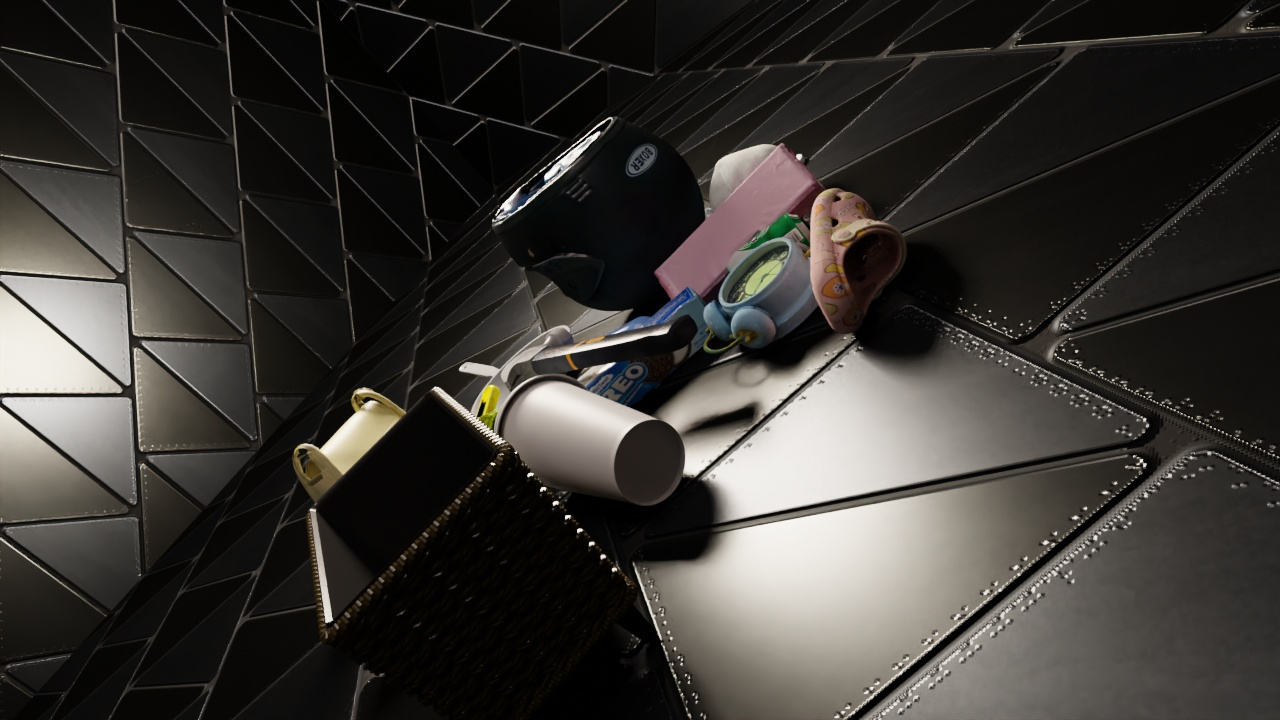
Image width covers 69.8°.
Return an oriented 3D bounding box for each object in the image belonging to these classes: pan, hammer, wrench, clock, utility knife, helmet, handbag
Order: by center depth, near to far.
[{"bbox_3d":[0.130,-0.063,0.985,0.162,0.060,0.118,-51,23,-13],"label":"clock"},{"bbox_3d":[-0.051,-0.013,1.065,0.313,0.035,0.139,-11,23,49],"label":"hammer"},{"bbox_3d":[0.218,-0.235,1.248,0.047,0.009,0.272,-36,20,17],"label":"wrench"},{"bbox_3d":[-0.233,0.125,1.284,0.029,0.020,0.212,-27,40,41],"label":"utility knife"},{"bbox_3d":[-0.048,-0.186,1.316,0.317,0.236,0.248,-20,29,51],"label":"helmet"},{"bbox_3d":[-0.389,0.153,1.321,0.089,0.191,0.232,-32,14,21],"label":"handbag"},{"bbox_3d":[-0.215,0.025,1.468,0.200,0.051,0.357,-50,21,-20],"label":"pan"}]

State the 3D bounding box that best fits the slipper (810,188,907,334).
[{"bbox_3d":[0.212,-0.107,0.884,0.082,0.093,0.196,-18,30,28],"label":"slipper"}]

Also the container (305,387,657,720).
[{"bbox_3d":[-0.142,0.173,0.786,0.176,0.205,0.321,-46,20,-11],"label":"container"}]

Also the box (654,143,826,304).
[{"bbox_3d":[0.120,-0.158,1.142,0.233,0.037,0.098,-46,51,18],"label":"box"}]

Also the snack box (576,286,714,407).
[{"bbox_3d":[-0.007,0.006,1.101,0.226,0.059,0.059,-39,17,6],"label":"snack box"}]

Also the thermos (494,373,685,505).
[{"bbox_3d":[-0.053,0.086,0.943,0.131,0.131,0.222,-50,28,-20],"label":"thermos"}]

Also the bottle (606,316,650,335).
[{"bbox_3d":[-0.002,-0.029,1.180,0.131,0.048,0.047,-27,24,36],"label":"bottle"}]

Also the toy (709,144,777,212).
[{"bbox_3d":[0.150,-0.208,1.209,0.139,0.101,0.179,-44,36,35],"label":"toy"}]

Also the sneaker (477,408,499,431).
[{"bbox_3d":[-0.154,0.082,1.142,0.116,0.091,0.241,-17,21,16],"label":"sneaker"}]

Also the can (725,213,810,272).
[{"bbox_3d":[0.153,-0.126,1.079,0.101,0.053,0.053,-38,20,12],"label":"can"}]
